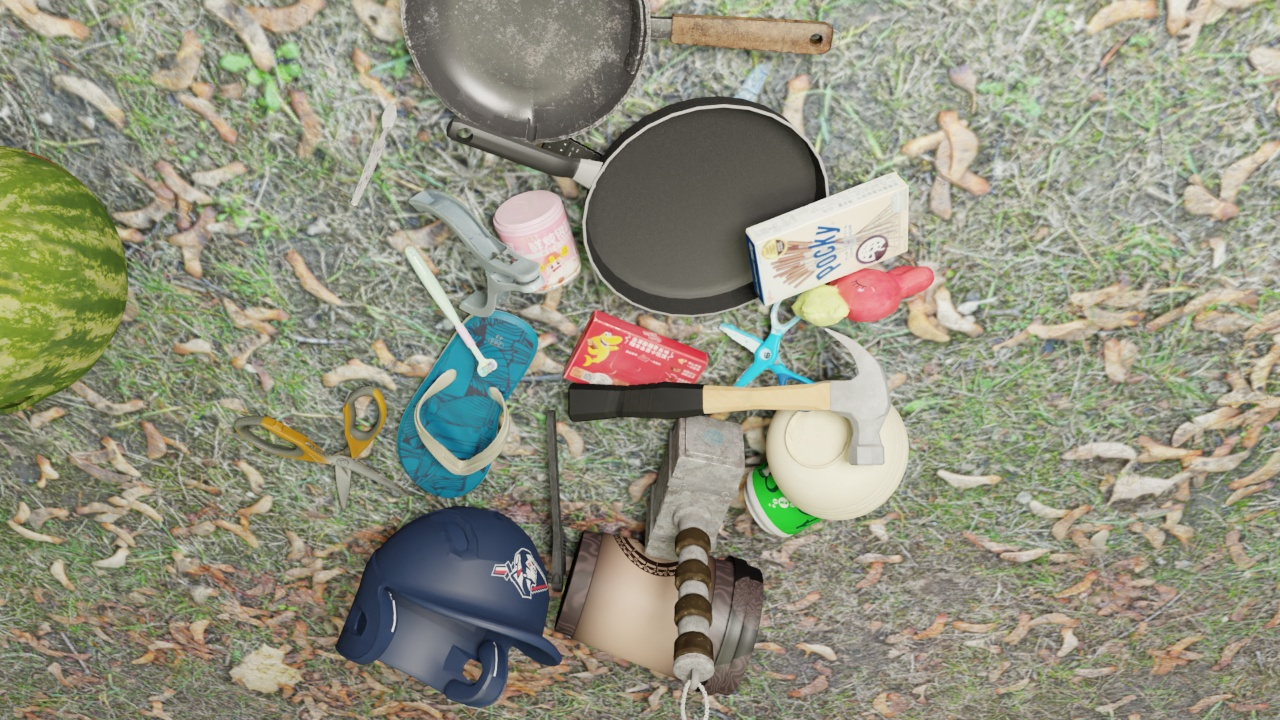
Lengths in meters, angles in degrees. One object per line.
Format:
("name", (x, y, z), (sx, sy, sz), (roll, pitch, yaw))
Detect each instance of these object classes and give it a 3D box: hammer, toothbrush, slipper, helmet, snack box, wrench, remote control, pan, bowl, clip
("hammer", (0.081, 0.039, 0.925), (0.329, 0.039, 0.131), (-2, 85, 21))
("toothbrush", (-0.219, -0.173, 0.756), (0.010, 0.181, 0.010), (3, 126, -6))
("slipper", (-0.201, 0.064, 1.024), (0.118, 0.060, 0.296), (24, 125, -11))
("helmet", (-0.205, 0.287, 1.088), (0.273, 0.222, 0.232), (11, 157, 42))
("snack box", (0.174, -0.111, 0.848), (0.150, 0.026, 0.082), (-22, 138, -2))
("helmet", (-0.588, -0.072, 0.823), (0.213, 0.247, 0.243), (23, 87, 6))
("wrench", (-0.102, 0.174, 1.109), (0.018, 0.073, 0.274), (2, 123, 2))
("remote control", (-0.027, -0.171, 0.856), (0.140, 0.009, 0.030), (25, 126, -16))
("pan", (0.001, -0.152, 0.814), (0.356, 0.034, 0.226), (16, 128, -23))
("bowl", (0.193, 0.085, 0.949), (0.151, 0.150, 0.075), (-23, 155, 20))
("snack box", (-0.006, 0.006, 0.989), (0.133, 0.021, 0.089), (21, 127, -13))
("hammer", (0.055, 0.221, 0.963), (0.079, 0.325, 0.177), (11, 128, -6))
("clip", (-0.162, -0.092, 0.883), (0.164, 0.032, 0.166), (45, 153, 4))
("toothbrush", (-0.195, -0.050, 0.938), (0.022, 0.015, 0.155), (-36, 108, -15))
("pan", (-0.015, -0.276, 0.754), (0.357, 0.040, 0.208), (3, 129, 0))

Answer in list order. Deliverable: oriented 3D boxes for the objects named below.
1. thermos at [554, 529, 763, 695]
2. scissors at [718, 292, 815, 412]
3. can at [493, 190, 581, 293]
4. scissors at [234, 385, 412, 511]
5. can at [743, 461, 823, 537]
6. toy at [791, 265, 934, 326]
("thermos", (0.019, 0.305, 1.143), (0.226, 0.172, 0.173), (17, 128, -3))
("scissors", (0.140, -0.004, 0.935), (0.140, 0.011, 0.134), (47, 107, 16))
("can", (-0.097, -0.113, 0.870), (0.067, 0.067, 0.076), (-9, 129, 10))
("scissors", (-0.370, 0.103, 1.091), (0.229, 0.016, 0.226), (15, 129, -9))
("can", (0.193, 0.136, 1.040), (0.140, 0.087, 0.088), (-34, 119, 26))
("toy", (0.214, -0.064, 0.880), (0.135, 0.091, 0.045), (-16, 109, -2))
